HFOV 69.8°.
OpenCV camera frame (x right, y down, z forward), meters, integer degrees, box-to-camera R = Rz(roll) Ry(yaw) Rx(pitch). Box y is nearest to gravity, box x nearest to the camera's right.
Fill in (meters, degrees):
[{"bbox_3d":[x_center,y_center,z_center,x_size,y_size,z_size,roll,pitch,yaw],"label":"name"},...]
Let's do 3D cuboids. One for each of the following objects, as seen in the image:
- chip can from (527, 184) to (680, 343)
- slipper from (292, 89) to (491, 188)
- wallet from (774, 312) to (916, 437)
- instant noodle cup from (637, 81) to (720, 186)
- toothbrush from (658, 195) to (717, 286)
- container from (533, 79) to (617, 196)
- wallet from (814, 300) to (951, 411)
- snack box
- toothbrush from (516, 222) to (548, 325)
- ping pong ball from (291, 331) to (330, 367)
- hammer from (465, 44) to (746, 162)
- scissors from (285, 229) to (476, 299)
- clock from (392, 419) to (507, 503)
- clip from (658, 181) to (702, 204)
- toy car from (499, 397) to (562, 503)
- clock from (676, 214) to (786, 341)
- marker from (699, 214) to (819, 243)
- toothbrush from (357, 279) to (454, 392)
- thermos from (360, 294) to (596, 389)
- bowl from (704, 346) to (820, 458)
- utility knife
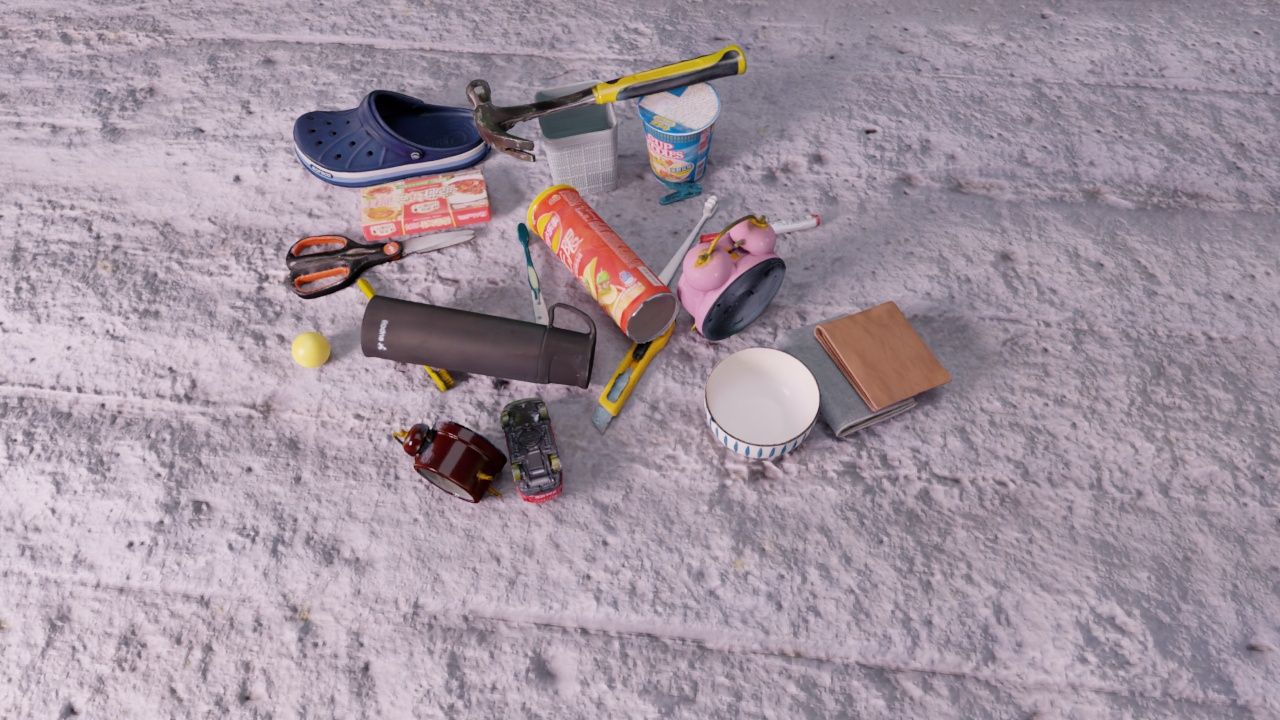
[{"bbox_3d":[-0.044,-0.113,1.037,0.073,0.073,0.216,-32,57,-16],"label":"chip can"},{"bbox_3d":[-0.316,-0.286,1.158,0.253,0.095,0.105,-2,55,-3],"label":"slipper"},{"bbox_3d":[0.218,0.013,0.975,0.106,0.037,0.129,-17,57,-20],"label":"wallet"},{"bbox_3d":[0.048,-0.273,1.120,0.099,0.110,0.099,-1,59,2],"label":"instant noodle cup"},{"bbox_3d":[0.049,-0.130,1.086,0.016,0.016,0.179,23,62,18],"label":"toothbrush"},{"bbox_3d":[-0.074,-0.265,1.120,0.090,0.112,0.090,-11,58,-4],"label":"container"},{"bbox_3d":[0.253,-0.006,0.959,0.101,0.020,0.115,-18,59,-20],"label":"wallet"},{"bbox_3d":[-0.263,-0.191,1.124,0.153,0.025,0.075,-11,49,-7],"label":"snack box"},{"bbox_3d":[-0.122,-0.084,1.067,0.016,0.018,0.191,-13,61,-6],"label":"toothbrush"},{"bbox_3d":[-0.365,-0.012,1.017,0.040,0.040,0.040,-1,58,2],"label":"ping pong ball"},{"bbox_3d":[-0.032,-0.308,1.060,0.323,0.032,0.126,-16,59,-8],"label":"hammer"},{"bbox_3d":[-0.315,-0.143,1.108,0.234,0.022,0.139,-30,61,-15],"label":"scissors"},{"bbox_3d":[-0.192,0.097,0.918,0.122,0.082,0.055,22,68,13],"label":"clock"},{"bbox_3d":[0.051,-0.209,1.132,0.055,0.034,0.013,-7,57,-21],"label":"clip"},{"bbox_3d":[-0.111,0.092,0.938,0.053,0.045,0.120,-11,52,-7],"label":"toy car"},{"bbox_3d":[0.095,-0.093,0.977,0.117,0.159,0.060,-33,65,-18],"label":"clock"},{"bbox_3d":[0.143,-0.155,1.097,0.145,0.017,0.017,-11,58,-4],"label":"marker"},{"bbox_3d":[-0.267,-0.032,1.040,0.016,0.016,0.190,-33,62,-22],"label":"toothbrush"},{"bbox_3d":[-0.169,-0.029,0.985,0.242,0.068,0.090,8,94,0],"label":"thermos"},{"bbox_3d":[0.122,0.051,0.940,0.116,0.066,0.116,-1,57,1],"label":"bowl"},{"bbox_3d":[-0.006,0.006,1.003,0.033,0.015,0.176,21,61,19],"label":"utility knife"}]
